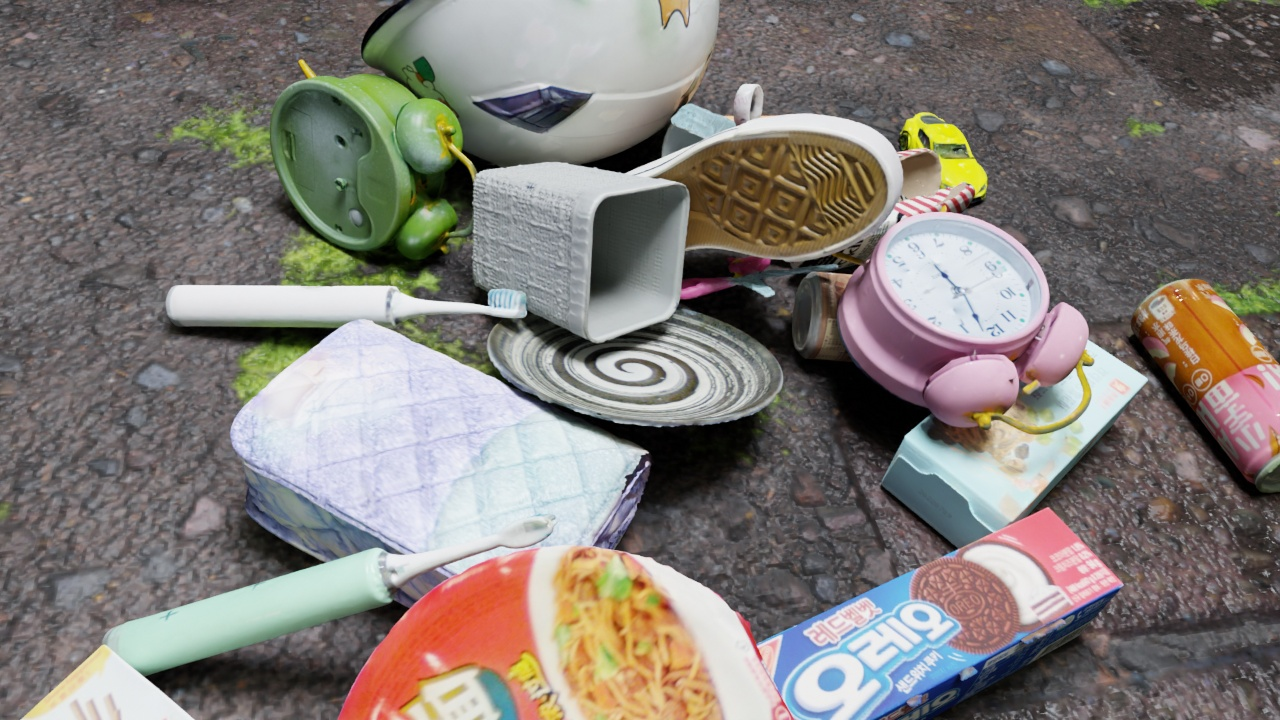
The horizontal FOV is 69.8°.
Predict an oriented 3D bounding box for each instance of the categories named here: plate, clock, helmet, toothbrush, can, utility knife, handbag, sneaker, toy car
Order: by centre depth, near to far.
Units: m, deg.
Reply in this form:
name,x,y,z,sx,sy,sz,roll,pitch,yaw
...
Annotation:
name,x,y,z,sx,sy,sz,roll,pitch,yaw
toothbrush,-0.141,0.103,0.409,0.225,0.027,0.026,-18,93,11
handbag,-0.105,0.060,0.487,0.194,0.076,0.133,26,45,12
clock,0.192,-0.020,0.539,0.117,0.060,0.158,-23,61,-22
plate,-0.003,0.003,0.557,0.179,0.024,0.179,6,25,-3
toothbrush,-0.180,-0.033,0.567,0.221,0.026,0.026,1,14,3
sneaker,0.068,-0.114,0.598,0.242,0.118,0.087,-3,30,47
can,0.164,-0.026,0.614,0.116,0.059,0.058,5,48,-5
can,0.395,0.013,0.615,0.058,0.058,0.147,-5,50,-13
clock,-0.175,-0.131,0.620,0.161,0.116,0.056,26,40,18
utility knife,0.109,-0.148,0.677,0.220,0.031,0.022,12,0,-30
helmet,-0.049,-0.225,0.680,0.273,0.231,0.157,-40,105,-33
toy car,0.259,-0.174,0.779,0.048,0.032,0.105,-5,51,-13

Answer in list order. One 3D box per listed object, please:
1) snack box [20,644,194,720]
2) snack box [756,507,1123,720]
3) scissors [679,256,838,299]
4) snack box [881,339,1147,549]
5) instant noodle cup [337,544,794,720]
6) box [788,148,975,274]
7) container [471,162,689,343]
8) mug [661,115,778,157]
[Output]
name,x,y,z,sx,sy,sz,roll,pitch,yaw
snack box,-0.192,0.182,0.348,0.157,0.027,0.084,21,52,28
snack box,0.143,0.143,0.462,0.207,0.057,0.058,-18,51,-22
scissors,0.064,-0.054,0.617,0.130,0.017,0.133,-14,16,-1
snack box,0.233,0.043,0.568,0.174,0.052,0.074,-32,59,-31
instant noodle cup,-0.027,0.176,0.370,0.194,0.066,0.193,-5,67,11
box,0.168,-0.116,0.692,0.163,0.075,0.083,-22,69,-23
container,-0.043,-0.076,0.585,0.114,0.090,0.090,22,28,36
mug,0.088,-0.155,0.709,0.122,0.078,0.078,-14,52,-25
